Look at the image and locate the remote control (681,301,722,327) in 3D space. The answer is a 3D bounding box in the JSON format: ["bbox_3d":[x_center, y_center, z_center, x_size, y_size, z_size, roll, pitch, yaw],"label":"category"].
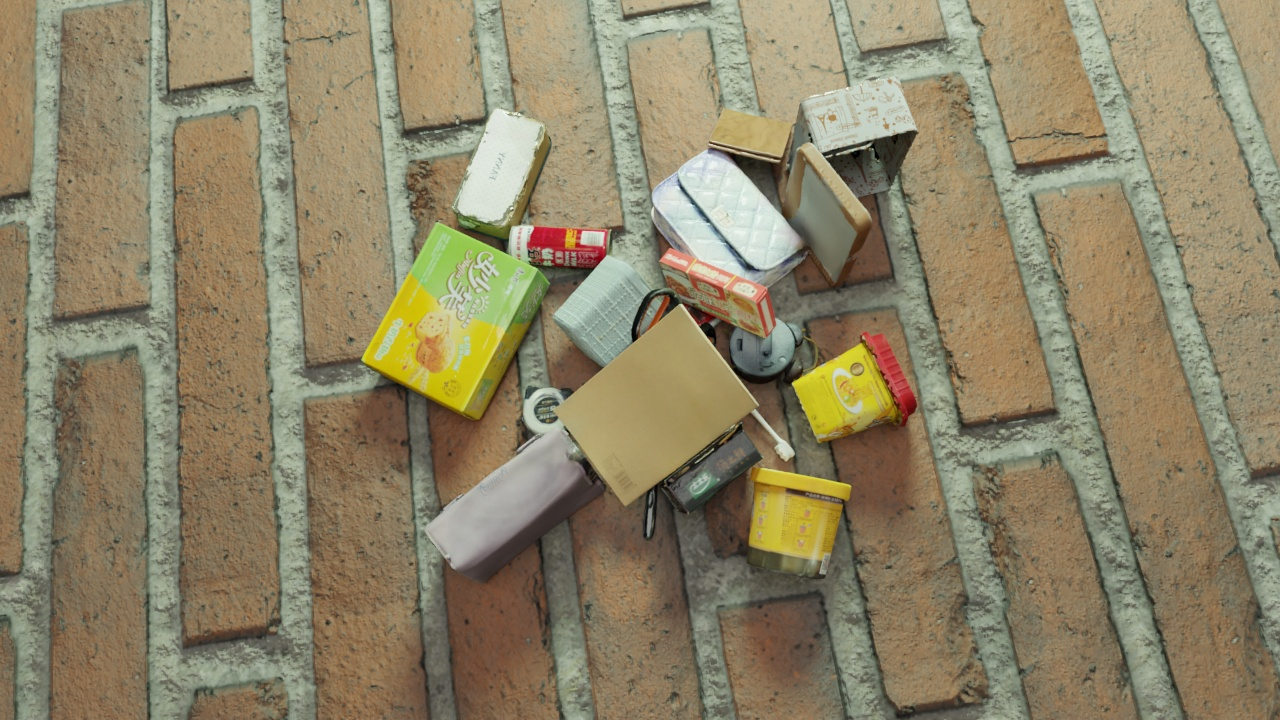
[{"bbox_3d":[0.046,-0.036,1.199,0.136,0.020,0.056,-40,77,-8],"label":"remote control"}]

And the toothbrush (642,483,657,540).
[{"bbox_3d":[0.018,0.135,1.158,0.015,0.018,0.181,6,77,1],"label":"toothbrush"}]

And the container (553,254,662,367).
[{"bbox_3d":[-0.041,-0.060,1.164,0.111,0.090,0.090,-45,115,-6],"label":"container"}]

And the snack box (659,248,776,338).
[{"bbox_3d":[0.095,-0.084,1.141,0.153,0.075,0.025,27,67,33],"label":"snack box"}]

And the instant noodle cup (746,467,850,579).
[{"bbox_3d":[0.181,0.193,1.086,0.118,0.118,0.114,10,83,5],"label":"instant noodle cup"}]

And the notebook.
[{"bbox_3d":[0.014,0.057,1.086,0.212,0.012,0.149,-40,82,20],"label":"notebook"}]

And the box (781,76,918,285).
[{"bbox_3d":[0.267,-0.215,1.152,0.156,0.183,0.193,-16,75,-1],"label":"box"}]

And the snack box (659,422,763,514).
[{"bbox_3d":[0.082,0.130,1.096,0.113,0.126,0.053,-37,87,-7],"label":"snack box"}]

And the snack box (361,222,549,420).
[{"bbox_3d":[-0.236,-0.050,1.181,0.158,0.070,0.210,25,83,12],"label":"snack box"}]

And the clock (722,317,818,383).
[{"bbox_3d":[0.166,-0.011,1.169,0.122,0.055,0.082,2,74,3],"label":"clock"}]

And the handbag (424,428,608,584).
[{"bbox_3d":[-0.148,0.169,1.091,0.197,0.145,0.098,-37,79,-8],"label":"handbag"}]

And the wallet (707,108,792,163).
[{"bbox_3d":[0.149,-0.302,1.235,0.101,0.020,0.115,14,38,6],"label":"wallet"}]

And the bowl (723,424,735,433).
[{"bbox_3d":[0.059,0.054,1.140,0.062,0.113,0.113,-41,74,28],"label":"bowl"}]

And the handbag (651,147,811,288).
[{"bbox_3d":[0.112,-0.175,1.204,0.134,0.076,0.194,-36,77,-12],"label":"handbag"}]

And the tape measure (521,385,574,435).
[{"bbox_3d":[-0.118,0.067,1.174,0.066,0.033,0.066,5,73,6],"label":"tape measure"}]

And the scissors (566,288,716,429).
[{"bbox_3d":[0.009,0.013,1.156,0.210,0.022,0.222,-1,116,-31],"label":"scissors"}]

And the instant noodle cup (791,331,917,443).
[{"bbox_3d":[0.259,0.041,1.127,0.124,0.116,0.116,-24,75,8],"label":"instant noodle cup"}]

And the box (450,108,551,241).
[{"bbox_3d":[-0.186,-0.259,1.253,0.090,0.060,0.184,20,75,7],"label":"box"}]

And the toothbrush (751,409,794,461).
[{"bbox_3d":[0.130,0.055,1.159,0.016,0.016,0.180,-37,84,-30],"label":"toothbrush"}]

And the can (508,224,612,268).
[{"bbox_3d":[-0.105,-0.151,1.220,0.133,0.053,0.053,3,75,4],"label":"can"}]
